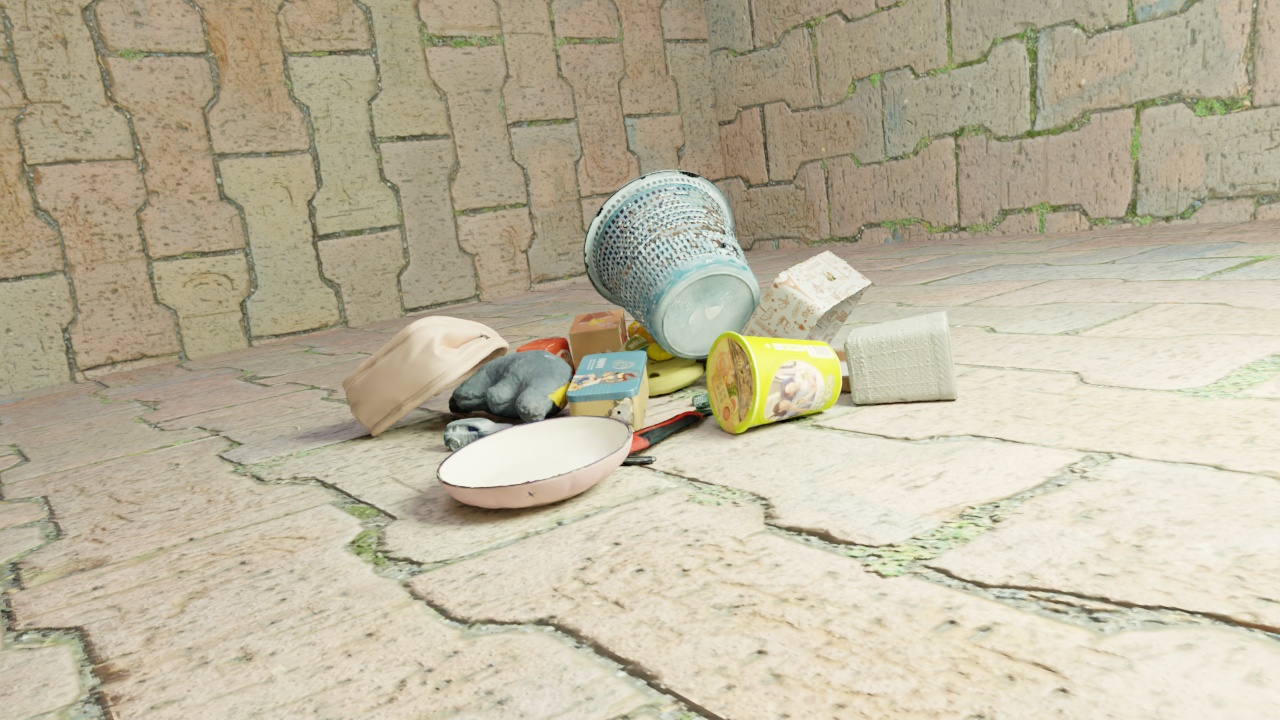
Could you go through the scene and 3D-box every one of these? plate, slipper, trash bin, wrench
[{"bbox_3d":[-0.100,0.103,0.895,0.192,0.039,0.192,-10,13,2],"label":"plate"},{"bbox_3d":[-0.008,0.008,1.285,0.191,0.081,0.091,-6,12,28],"label":"slipper"},{"bbox_3d":[0.056,-0.113,1.242,0.226,0.227,0.195,-11,40,-15],"label":"trash bin"},{"bbox_3d":[0.041,0.069,1.050,0.056,0.016,0.272,-3,9,27],"label":"wrench"}]

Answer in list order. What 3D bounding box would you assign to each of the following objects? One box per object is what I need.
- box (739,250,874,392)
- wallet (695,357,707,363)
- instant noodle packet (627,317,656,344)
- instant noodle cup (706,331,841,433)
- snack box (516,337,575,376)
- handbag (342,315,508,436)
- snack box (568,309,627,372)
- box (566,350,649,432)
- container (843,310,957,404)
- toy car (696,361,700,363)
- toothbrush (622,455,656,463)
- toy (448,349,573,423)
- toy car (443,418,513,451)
[{"bbox_3d":[0.246,-0.021,1.202,0.178,0.153,0.181,39,34,18],"label":"box"},{"bbox_3d":[0.117,-0.021,1.416,0.101,0.032,0.124,19,23,21],"label":"wallet"},{"bbox_3d":[0.041,-0.058,1.414,0.128,0.044,0.111,-26,9,-3],"label":"instant noodle packet"},{"bbox_3d":[0.152,0.022,1.021,0.123,0.112,0.112,-3,7,-24],"label":"instant noodle cup"},{"bbox_3d":[-0.144,0.010,1.377,0.082,0.080,0.091,-5,11,22],"label":"snack box"},{"bbox_3d":[-0.278,0.011,1.287,0.194,0.093,0.233,-32,-5,27],"label":"handbag"},{"bbox_3d":[-0.059,-0.017,1.393,0.077,0.093,0.094,-7,19,6],"label":"snack box"},{"bbox_3d":[-0.035,0.038,1.128,0.090,0.061,0.184,-5,18,4],"label":"box"},{"bbox_3d":[0.298,-0.001,1.052,0.114,0.090,0.090,-8,9,20],"label":"container"},{"bbox_3d":[0.050,-0.006,1.443,0.106,0.031,0.048,21,25,40],"label":"toy car"},{"bbox_3d":[-0.067,0.103,0.966,0.181,0.018,0.015,-2,4,23],"label":"toothbrush"},{"bbox_3d":[-0.161,0.040,1.194,0.137,0.091,0.357,-28,12,-27],"label":"toy"},{"bbox_3d":[-0.193,0.088,1.106,0.091,0.034,0.042,-3,7,20],"label":"toy car"}]
